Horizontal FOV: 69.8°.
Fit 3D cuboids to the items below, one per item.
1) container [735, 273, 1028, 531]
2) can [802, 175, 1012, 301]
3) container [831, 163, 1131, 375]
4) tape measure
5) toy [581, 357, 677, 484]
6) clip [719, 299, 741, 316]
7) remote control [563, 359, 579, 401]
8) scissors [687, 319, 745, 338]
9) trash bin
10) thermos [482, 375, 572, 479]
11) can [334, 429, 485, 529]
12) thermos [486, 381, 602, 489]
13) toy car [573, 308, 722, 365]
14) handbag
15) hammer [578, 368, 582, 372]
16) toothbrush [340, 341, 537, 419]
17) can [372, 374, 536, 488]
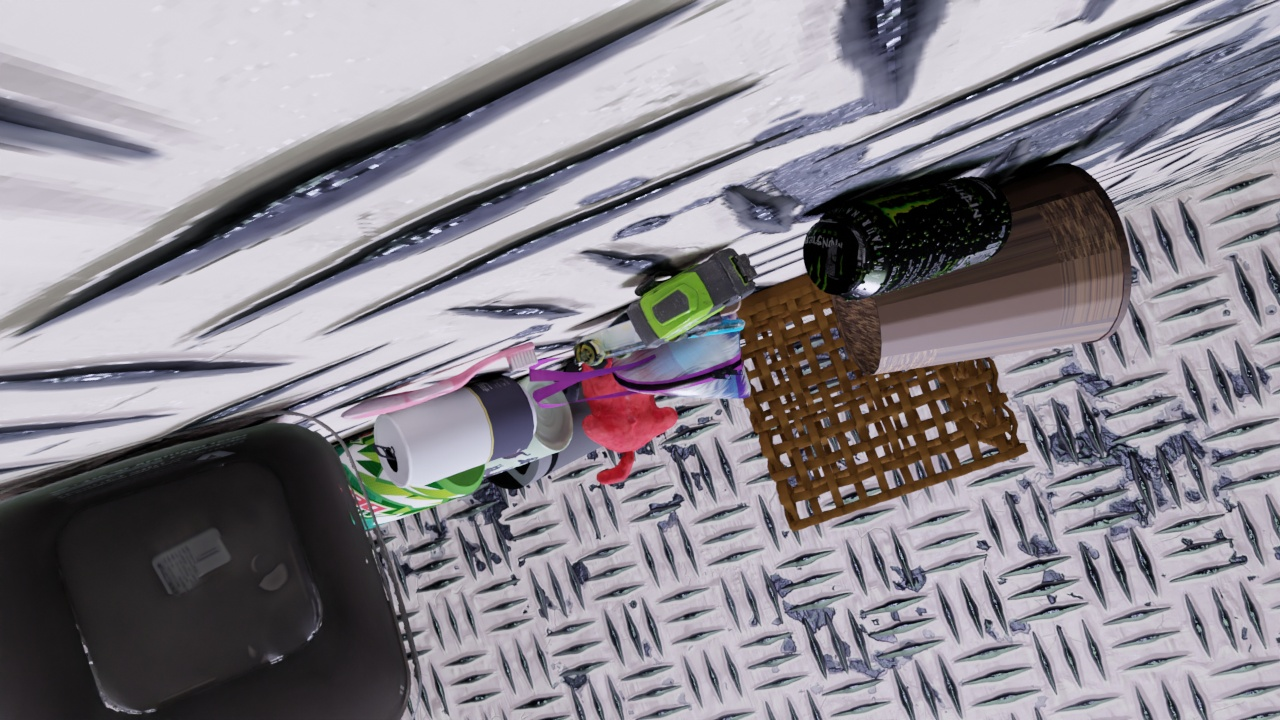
[{"bbox_3d":[0.218,0.018,0.937,0.220,0.214,0.251,-20,177,8],"label":"container"},{"bbox_3d":[0.154,-0.071,0.521,0.137,0.054,0.054,-17,176,-35],"label":"can"},{"bbox_3d":[0.233,-0.058,0.661,0.167,0.132,0.132,-14,176,-3],"label":"container"},{"bbox_3d":[0.022,-0.035,0.511,0.058,0.036,0.066,-29,179,-37],"label":"tape measure"},{"bbox_3d":[-0.018,0.046,0.845,0.088,0.133,0.094,0,-175,-15],"label":"toy"},{"bbox_3d":[0.044,-0.041,0.647,0.039,0.024,0.060,-14,-176,-35],"label":"clip"},{"bbox_3d":[-0.068,0.021,0.898,0.015,0.032,0.136,-1,173,-4],"label":"remote control"},{"bbox_3d":[0.016,-0.019,0.664,0.135,0.015,0.066,-3,-168,35],"label":"scissors"},{"bbox_3d":[-0.265,0.146,0.549,0.197,0.197,0.220,-18,-177,-26],"label":"trash bin"},{"bbox_3d":[-0.181,0.083,0.886,0.232,0.082,0.082,-21,176,28],"label":"thermos"},{"bbox_3d":[-0.216,0.097,0.816,0.144,0.083,0.083,-21,176,27],"label":"can"},{"bbox_3d":[-0.081,0.070,1.025,0.082,0.082,0.239,-22,180,31],"label":"thermos"},{"bbox_3d":[0.002,-0.021,0.615,0.106,0.033,0.048,-17,180,28],"label":"toy car"},{"bbox_3d":[-0.004,0.004,0.732,0.170,0.068,0.144,-11,-164,0],"label":"handbag"},{"bbox_3d":[0.017,-0.001,1.060,0.111,0.028,0.300,-22,176,19],"label":"hammer"},{"bbox_3d":[-0.131,0.017,0.599,0.135,0.016,0.021,-20,176,1],"label":"toothbrush"},{"bbox_3d":[-0.147,0.056,0.711,0.127,0.064,0.064,-17,176,-37],"label":"can"}]
